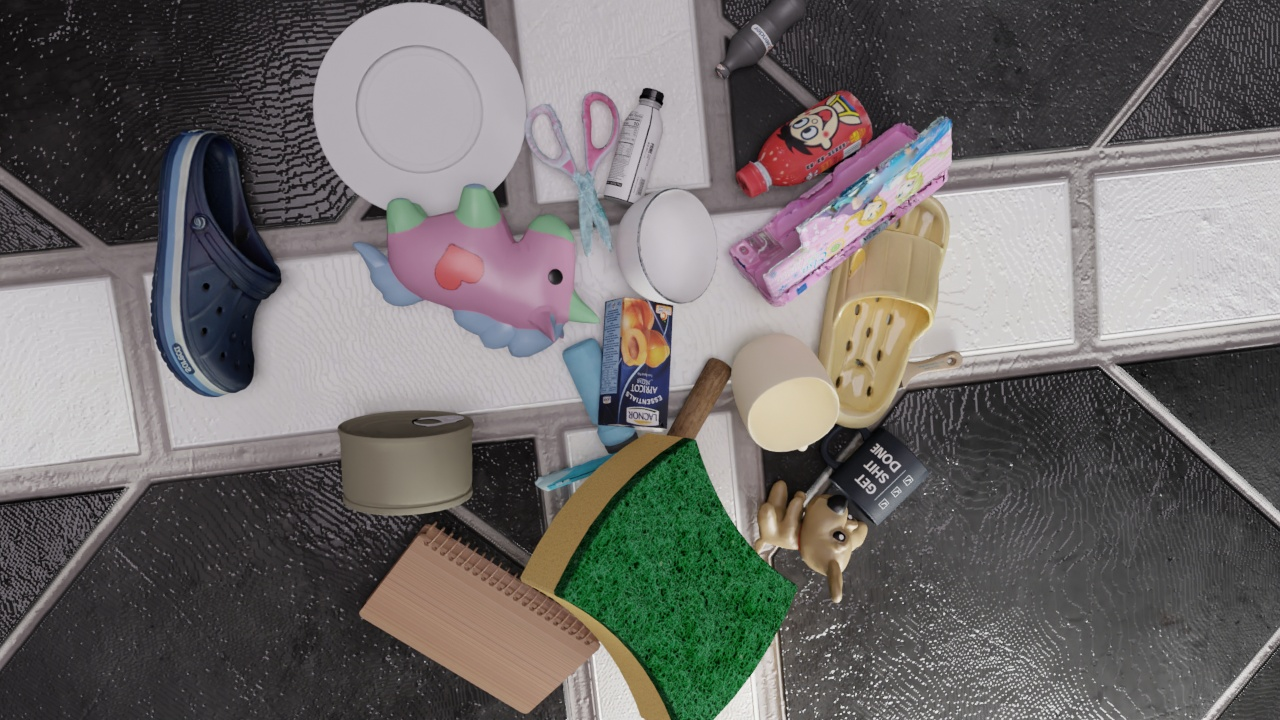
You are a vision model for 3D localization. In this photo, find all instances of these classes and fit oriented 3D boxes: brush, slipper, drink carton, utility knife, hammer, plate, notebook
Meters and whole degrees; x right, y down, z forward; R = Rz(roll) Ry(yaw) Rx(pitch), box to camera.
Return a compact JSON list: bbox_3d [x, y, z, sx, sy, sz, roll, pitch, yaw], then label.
[{"bbox_3d":[0.026,0.217,0.897,0.194,0.075,0.250,-47,117,-26],"label":"brush"},{"bbox_3d":[0.278,0.014,0.997,0.151,0.012,0.039,-14,97,-5],"label":"brush"},{"bbox_3d":[-0.393,-0.090,0.863,0.095,0.105,0.253,-1,95,1],"label":"slipper"},{"bbox_3d":[-0.005,0.005,0.926,0.064,0.040,0.130,8,82,-31],"label":"drink carton"},{"bbox_3d":[-0.052,0.110,0.949,0.124,0.015,0.022,-21,141,19],"label":"utility knife"},{"bbox_3d":[0.249,-0.056,0.947,0.111,0.079,0.261,16,91,-1],"label":"slipper"},{"bbox_3d":[0.007,0.140,0.961,0.129,0.040,0.321,31,87,-28],"label":"hammer"},{"bbox_3d":[-0.218,-0.248,0.909,0.208,0.015,0.208,-1,97,-6],"label":"plate"},{"bbox_3d":[-0.161,0.265,0.932,0.210,0.022,0.170,34,124,-9],"label":"notebook"}]

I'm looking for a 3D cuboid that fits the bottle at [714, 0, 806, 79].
[{"bbox_3d":[0.119,-0.327,0.926,0.110,0.036,0.036,-44,99,0],"label":"bottle"}]

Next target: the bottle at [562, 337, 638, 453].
[{"bbox_3d":[-0.038,0.042,0.951,0.040,0.040,0.130,-24,99,-3],"label":"bottle"}]

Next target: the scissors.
[{"bbox_3d":[-0.071,-0.179,0.909,0.105,0.016,0.179,-3,82,5],"label":"scissors"}]

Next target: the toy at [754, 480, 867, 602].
[{"bbox_3d":[0.179,0.182,0.972,0.108,0.133,0.106,19,119,18],"label":"toy"}]

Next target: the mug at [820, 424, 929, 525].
[{"bbox_3d":[0.242,0.112,0.982,0.077,0.071,0.105,-44,73,0],"label":"mug"}]

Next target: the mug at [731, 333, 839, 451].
[{"bbox_3d":[0.145,0.034,0.943,0.096,0.099,0.120,-21,127,4],"label":"mug"}]

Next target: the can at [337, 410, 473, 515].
[{"bbox_3d":[-0.227,0.097,0.894,0.127,0.128,0.073,-1,99,-6],"label":"can"}]

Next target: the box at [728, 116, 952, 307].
[{"bbox_3d":[0.194,-0.164,0.907,0.230,0.105,0.086,-37,58,-1],"label":"box"}]

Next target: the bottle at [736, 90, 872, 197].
[{"bbox_3d":[0.162,-0.214,0.933,0.137,0.062,0.062,-32,99,-3],"label":"bottle"}]

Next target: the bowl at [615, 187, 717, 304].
[{"bbox_3d":[0.018,-0.112,0.917,0.113,0.063,0.113,-1,91,-44],"label":"bowl"}]

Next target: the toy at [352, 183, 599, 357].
[{"bbox_3d":[-0.161,-0.081,0.894,0.222,0.120,0.171,-11,94,0],"label":"toy"}]

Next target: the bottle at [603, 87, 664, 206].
[{"bbox_3d":[-0.003,-0.215,0.924,0.041,0.041,0.116,16,95,-8],"label":"bottle"}]
